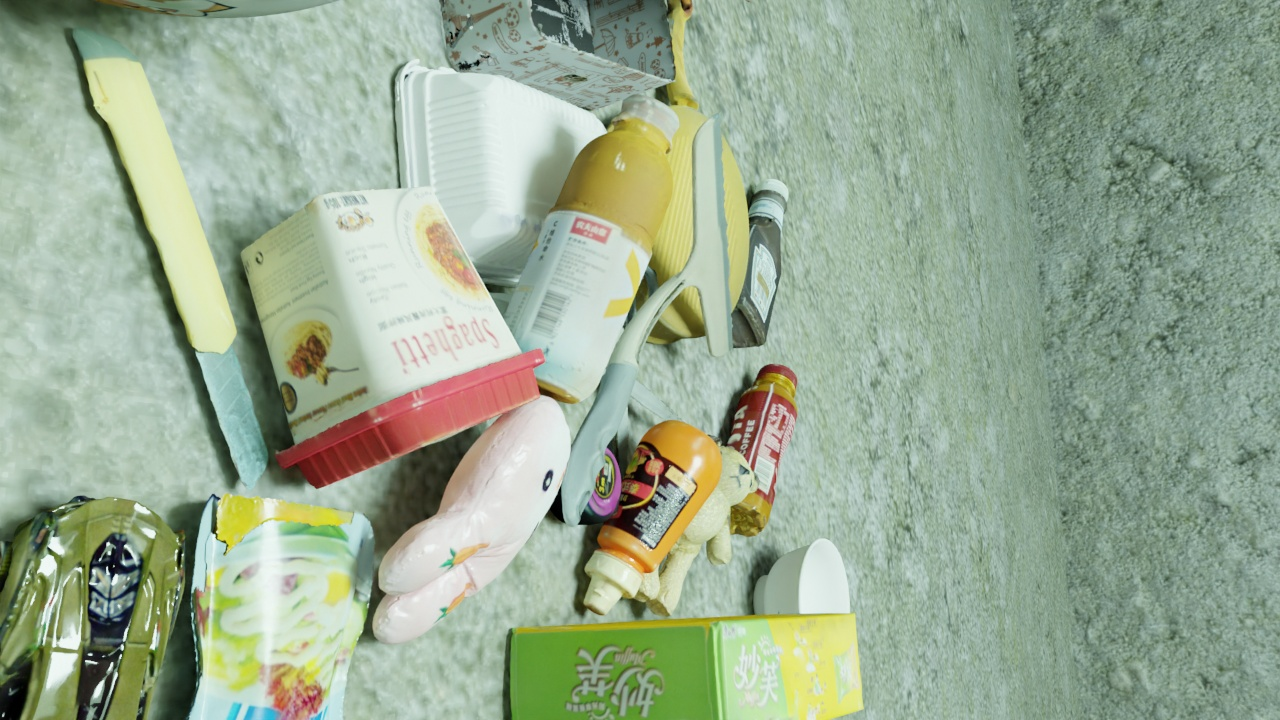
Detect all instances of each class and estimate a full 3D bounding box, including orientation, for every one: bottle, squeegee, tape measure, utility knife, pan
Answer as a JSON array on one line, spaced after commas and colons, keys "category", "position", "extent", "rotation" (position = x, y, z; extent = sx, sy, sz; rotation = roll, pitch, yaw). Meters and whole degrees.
[{"category": "bottle", "position": [0.114, -0.105, 0.908], "extent": [0.080, 0.044, 0.194], "rotation": [57, 39, -40]}, {"category": "squeegee", "position": [-0.004, 0.004, 0.624], "extent": [0.245, 0.039, 0.247], "rotation": [-61, 157, -29]}, {"category": "tape measure", "position": [-0.041, 0.085, 0.633], "extent": [0.057, 0.039, 0.057], "rotation": [2, 81, -62]}, {"category": "bottle", "position": [0.108, 0.077, 0.844], "extent": [0.057, 0.058, 0.174], "rotation": [57, 40, -33]}, {"category": "utility knife", "position": [-0.208, -0.044, 0.421], "extent": [0.030, 0.022, 0.216], "rotation": [-28, 100, -55]}, {"category": "bottle", "position": [-0.027, -0.069, 0.555], "extent": [0.068, 0.068, 0.189], "rotation": [33, 76, -49]}, {"category": "bottle", "position": [0.003, 0.116, 0.665], "extent": [0.149, 0.067, 0.067], "rotation": [-58, 132, -23]}, {"category": "pan", "position": [0.031, -0.186, 0.798], "extent": [0.197, 0.078, 0.356], "rotation": [35, 62, -50]}]

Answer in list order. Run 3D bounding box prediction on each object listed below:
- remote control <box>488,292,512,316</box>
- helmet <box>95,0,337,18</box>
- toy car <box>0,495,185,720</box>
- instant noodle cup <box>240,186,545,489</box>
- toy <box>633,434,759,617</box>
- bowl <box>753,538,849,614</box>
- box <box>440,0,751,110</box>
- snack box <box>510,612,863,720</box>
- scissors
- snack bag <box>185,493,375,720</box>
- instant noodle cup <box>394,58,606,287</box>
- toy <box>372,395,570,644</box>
[{"category": "remote control", "position": [-0.088, -0.019, 0.580], "extent": [0.124, 0.024, 0.049], "rotation": [-2, 83, -44]}, {"category": "helmet", "position": [-0.208, -0.235, 0.340], "extent": [0.273, 0.157, 0.230], "rotation": [0, 85, -46]}, {"category": "toy car", "position": [-0.219, 0.131, 0.349], "extent": [0.070, 0.042, 0.158], "rotation": [25, 65, -52]}, {"category": "instant noodle cup", "position": [-0.129, -0.015, 0.463], "extent": [0.116, 0.117, 0.124], "rotation": [-21, 89, -56]}, {"category": "toy", "position": [0.039, 0.129, 0.722], "extent": [0.105, 0.066, 0.156], "rotation": [45, 56, -11]}, {"category": "bowl", "position": [0.145, 0.227, 0.864], "extent": [0.118, 0.065, 0.118], "rotation": [17, 69, -55]}, {"category": "box", "position": [-0.016, -0.276, 0.624], "extent": [0.181, 0.175, 0.152], "rotation": [-8, 91, -57]}, {"category": "snack box", "position": [0.038, 0.209, 0.616], "extent": [0.209, 0.158, 0.070], "rotation": [19, 64, -54]}, {"category": "scissors", "position": [-0.016, 0.016, 0.680], "extent": [0.159, 0.014, 0.179], "rotation": [-4, 101, -40]}, {"category": "snack bag", "position": [-0.171, 0.161, 0.419], "extent": [0.110, 0.039, 0.190], "rotation": [35, 55, -62]}, {"category": "instant noodle cup", "position": [-0.075, -0.121, 0.607], "extent": [0.173, 0.060, 0.138], "rotation": [3, 81, -58]}, {"category": "toy", "position": [-0.090, 0.088, 0.513], "extent": [0.159, 0.054, 0.122], "rotation": [-48, 164, -44]}]
